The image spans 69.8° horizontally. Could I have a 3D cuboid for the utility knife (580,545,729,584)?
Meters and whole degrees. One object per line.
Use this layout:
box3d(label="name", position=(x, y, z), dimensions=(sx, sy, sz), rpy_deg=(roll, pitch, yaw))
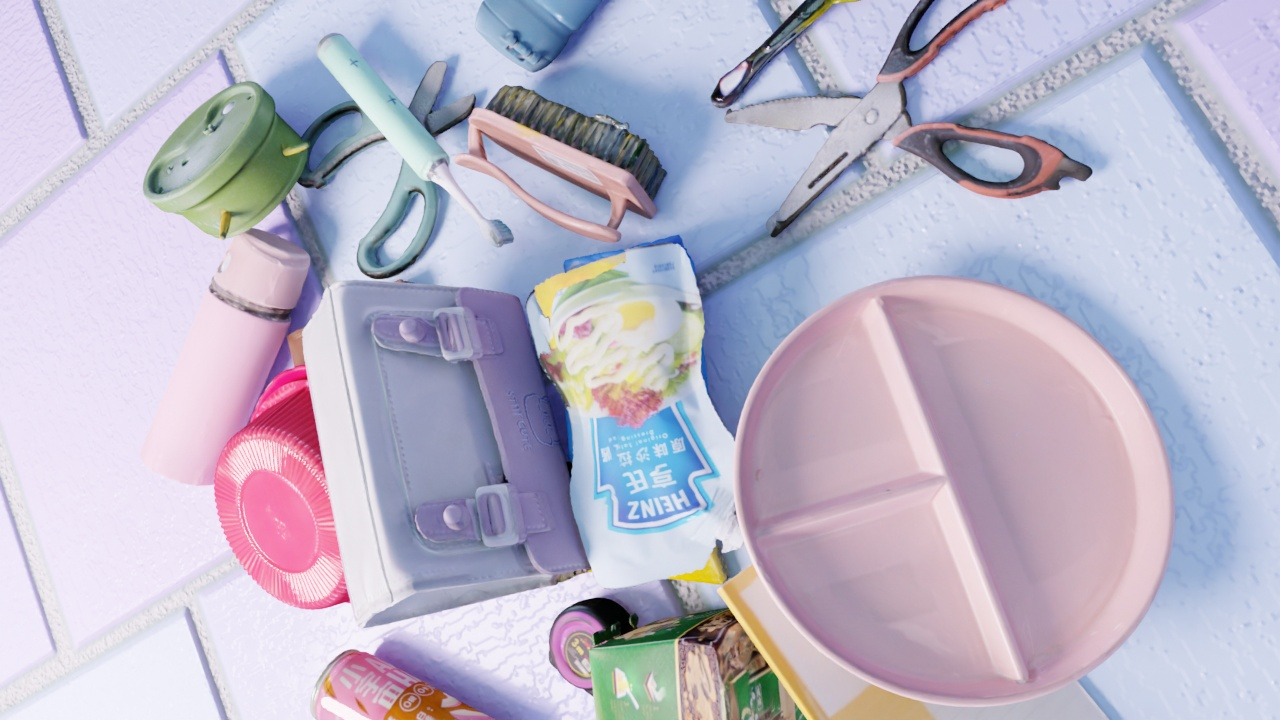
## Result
box3d(label="utility knife", position=(-0.015, 0.130, 0.613), dimensions=(0.155, 0.015, 0.033), rpy_deg=(3, 95, 21))

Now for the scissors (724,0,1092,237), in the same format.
box3d(label="scissors", position=(0.159, -0.158, 0.552), dimensions=(0.223, 0.015, 0.189), rpy_deg=(12, 93, 21))

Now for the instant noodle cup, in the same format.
box3d(label="instant noodle cup", position=(-0.231, 0.103, 0.646), dimensions=(0.194, 0.065, 0.194), rpy_deg=(9, 110, 27))

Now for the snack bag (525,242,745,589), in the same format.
box3d(label="snack bag", position=(0.000, 0.034, 0.542), dimensions=(0.110, 0.039, 0.191), rpy_deg=(-16, 83, 10))

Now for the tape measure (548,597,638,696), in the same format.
box3d(label="tape measure", position=(-0.029, 0.186, 0.604), dimensions=(0.057, 0.039, 0.058), rpy_deg=(25, 104, 29))

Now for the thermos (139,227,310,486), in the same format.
box3d(label="thermos", position=(-0.326, -0.007, 0.721), dimensions=(0.087, 0.067, 0.199), rpy_deg=(34, 102, 50))

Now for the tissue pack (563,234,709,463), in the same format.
box3d(label="tissue pack", position=(-0.004, 0.003, 0.593), dimensions=(0.095, 0.052, 0.157), rpy_deg=(-8, 85, 23))

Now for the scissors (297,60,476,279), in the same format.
box3d(label="scissors", position=(-0.203, -0.157, 0.698), dimensions=(0.179, 0.019, 0.173), rpy_deg=(26, 99, 22))

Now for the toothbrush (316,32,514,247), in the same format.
box3d(label="toothbrush", position=(-0.164, -0.159, 0.658), dimensions=(0.224, 0.027, 0.027), rpy_deg=(49, 134, 18))

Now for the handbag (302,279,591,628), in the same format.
box3d(label="handbag", position=(-0.118, 0.052, 0.575), dimensions=(0.099, 0.144, 0.197), rpy_deg=(-37, 63, 44))

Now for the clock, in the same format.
box3d(label="clock", position=(-0.317, -0.153, 0.697), dimensions=(0.116, 0.056, 0.161), rpy_deg=(-51, 45, -9))

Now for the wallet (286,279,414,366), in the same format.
box3d(label="wallet", position=(-0.207, 0.006, 0.688), dimensions=(0.125, 0.032, 0.101), rpy_deg=(-22, 77, 19))

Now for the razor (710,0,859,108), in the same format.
box3d(label="razor", position=(0.099, -0.211, 0.576), dimensions=(0.143, 0.022, 0.042), rpy_deg=(-39, 73, 17))

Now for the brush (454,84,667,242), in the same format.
box3d(label="brush", position=(-0.059, -0.134, 0.614), dimensions=(0.146, 0.063, 0.073), rpy_deg=(28, 88, 21))

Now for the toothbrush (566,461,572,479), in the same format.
box3d(label="toothbrush", position=(-0.080, 0.068, 0.641), dimensions=(0.189, 0.017, 0.014), rpy_deg=(14, 86, 20))

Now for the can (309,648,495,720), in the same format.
box3d(label="can", position=(-0.157, 0.257, 0.642), dimensions=(0.147, 0.057, 0.058), rpy_deg=(19, 95, 22))

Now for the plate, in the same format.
box3d(label="plate", position=(0.165, 0.065, 0.496), dimensions=(0.229, 0.028, 0.229), rpy_deg=(-1, 73, 4))

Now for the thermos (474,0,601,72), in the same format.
box3d(label="thermos", position=(-0.026, -0.292, 0.607), dimensions=(0.070, 0.070, 0.221), rpy_deg=(46, 105, 17))

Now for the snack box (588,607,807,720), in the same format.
box3d(label="snack box", position=(0.036, 0.206, 0.546), dimensions=(0.106, 0.118, 0.117), rpy_deg=(-10, 84, 34))

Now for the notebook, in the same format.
box3d(label="notebook", position=(0.157, 0.171, 0.497), dimensions=(0.145, 0.010, 0.206), rpy_deg=(-29, 74, -23))
